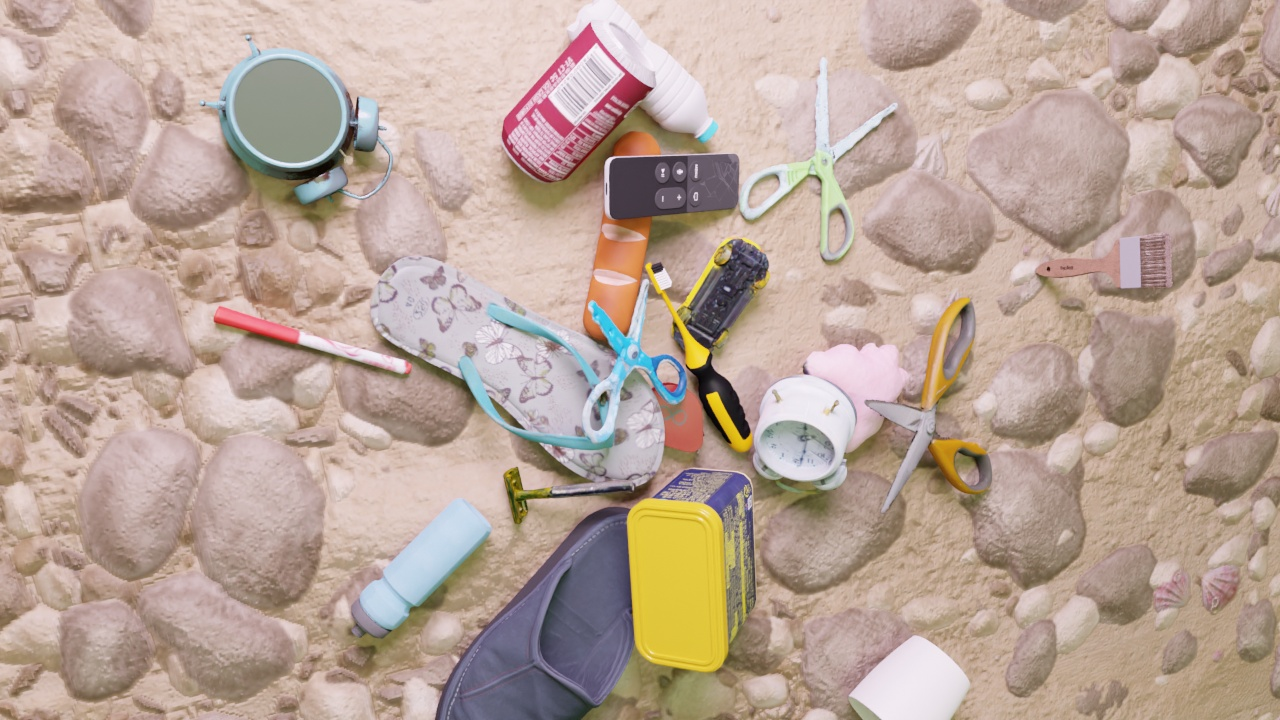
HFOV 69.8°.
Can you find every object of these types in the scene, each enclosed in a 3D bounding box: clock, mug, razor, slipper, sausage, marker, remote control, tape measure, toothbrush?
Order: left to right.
[{"bbox_3d":[-0.229,-0.159,0.631,0.124,0.053,0.090,35,88,-24],"label":"clock"},{"bbox_3d":[-0.239,-0.014,0.676,0.142,0.013,0.013,18,94,-21],"label":"marker"},{"bbox_3d":[-0.080,0.009,0.707,0.268,0.055,0.098,37,89,-17],"label":"slipper"},{"bbox_3d":[-0.068,0.245,0.745,0.109,0.083,0.265,38,88,-23],"label":"slipper"},{"bbox_3d":[-0.055,0.104,0.729,0.106,0.026,0.042,-7,103,15],"label":"razor"},{"bbox_3d":[-0.014,-0.096,0.721,0.039,0.044,0.164,11,95,8],"label":"sausage"},{"bbox_3d":[0.029,0.047,0.774,0.059,0.019,0.051,18,94,-11],"label":"tape measure"},{"bbox_3d":[0.028,-0.137,0.714,0.146,0.008,0.045,-14,110,-43],"label":"remote control"},{"bbox_3d":[0.049,0.002,0.757,0.031,0.031,0.197,-19,120,19],"label":"toothbrush"},{"bbox_3d":[0.139,0.069,0.785,0.083,0.056,0.118,9,129,17],"label":"clock"},{"bbox_3d":[0.262,0.327,0.884,0.087,0.081,0.114,-42,141,-14],"label":"mug"}]

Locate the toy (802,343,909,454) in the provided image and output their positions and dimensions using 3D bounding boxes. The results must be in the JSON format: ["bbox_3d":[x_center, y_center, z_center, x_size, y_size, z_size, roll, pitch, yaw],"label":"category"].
[{"bbox_3d":[0.193,0.022,0.810,0.093,0.050,0.102,-34,114,-15],"label":"toy"}]

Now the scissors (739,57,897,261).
[{"bbox_3d":[0.151,-0.168,0.780,0.165,0.024,0.171,-7,100,-12],"label":"scissors"}]

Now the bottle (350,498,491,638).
[{"bbox_3d":[-0.175,0.166,0.716,0.130,0.040,0.040,-45,110,-7],"label":"bottle"}]

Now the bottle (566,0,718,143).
[{"bbox_3d":[0.006,-0.220,0.706,0.136,0.044,0.044,39,86,-21],"label":"bottle"}]

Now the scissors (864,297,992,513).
[{"bbox_3d":[0.273,0.046,0.836,0.225,0.016,0.229,25,77,-39],"label":"scissors"}]

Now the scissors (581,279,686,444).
[{"bbox_3d":[-0.003,0.005,0.712,0.140,0.011,0.134,23,75,-46],"label":"scissors"}]

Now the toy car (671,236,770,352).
[{"bbox_3d":[0.065,-0.053,0.763,0.049,0.030,0.107,30,103,-22],"label":"toy car"}]

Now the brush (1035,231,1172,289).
[{"bbox_3d":[0.406,-0.083,0.815,0.008,0.143,0.045,-5,93,-20],"label":"brush"}]

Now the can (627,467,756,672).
[{"bbox_3d":[0.047,0.165,0.749,0.075,0.104,0.135,2,102,24],"label":"can"}]

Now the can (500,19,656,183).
[{"bbox_3d":[-0.045,-0.186,0.663,0.063,0.063,0.114,39,116,-21],"label":"can"}]
